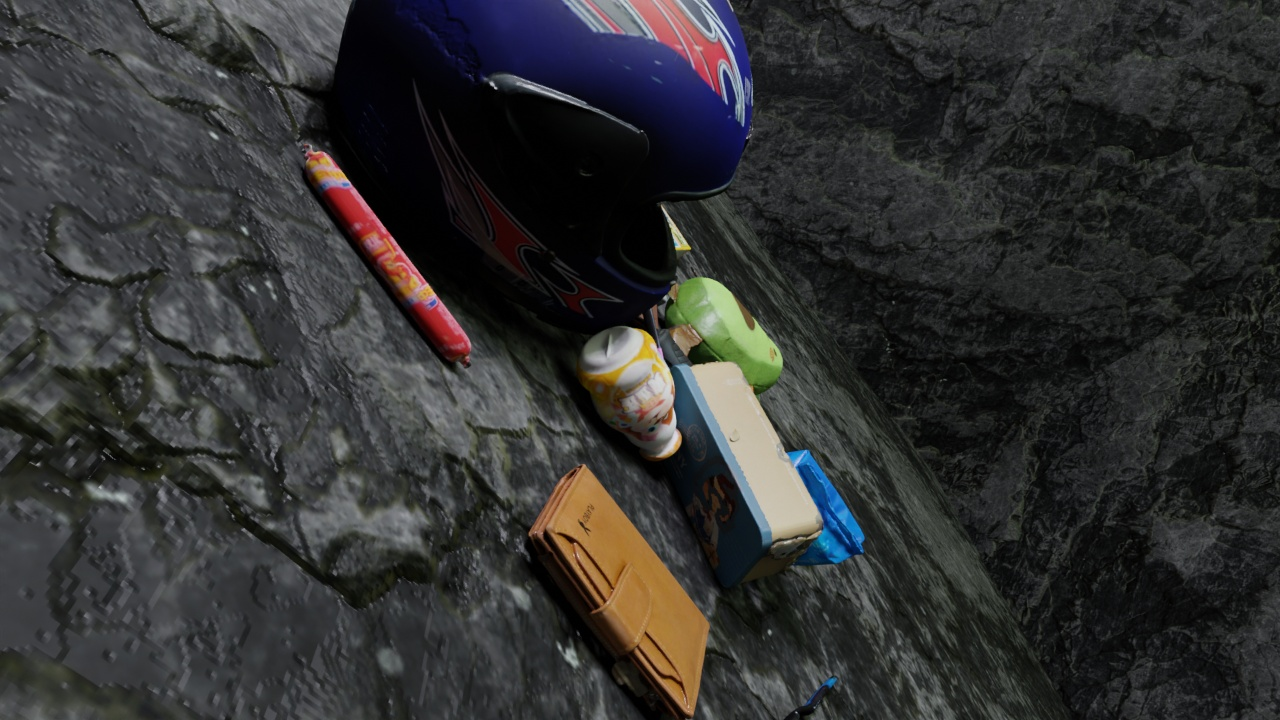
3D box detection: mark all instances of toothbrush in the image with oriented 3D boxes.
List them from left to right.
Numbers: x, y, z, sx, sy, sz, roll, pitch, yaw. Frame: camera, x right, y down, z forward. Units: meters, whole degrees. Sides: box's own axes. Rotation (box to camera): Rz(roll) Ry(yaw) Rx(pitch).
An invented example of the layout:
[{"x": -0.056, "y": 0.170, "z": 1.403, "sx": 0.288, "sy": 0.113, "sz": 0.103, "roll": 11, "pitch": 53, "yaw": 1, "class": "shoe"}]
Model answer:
[{"x": 0.001, "y": -0.063, "z": 0.896, "sx": 0.017, "sy": 0.014, "sz": 0.189, "roll": -9, "pitch": 85, "yaw": -53, "class": "toothbrush"}, {"x": 0.133, "y": 0.266, "z": 0.708, "sx": 0.016, "sy": 0.014, "sz": 0.189, "roll": 61, "pitch": 15, "yaw": 18, "class": "toothbrush"}]

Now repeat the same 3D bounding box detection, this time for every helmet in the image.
[{"x": -0.039, "y": -0.181, "z": 0.640, "sx": 0.315, "sy": 0.241, "sz": 0.246, "roll": 39, "pitch": 29, "yaw": -34, "class": "helmet"}]

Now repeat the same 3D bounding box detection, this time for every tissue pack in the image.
[{"x": 0.121, "y": 0.131, "z": 0.790, "sx": 0.095, "sy": 0.052, "sz": 0.157, "roll": 54, "pitch": -26, "yaw": -5, "class": "tissue pack"}]

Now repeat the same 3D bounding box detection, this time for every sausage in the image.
[{"x": -0.145, "y": -0.059, "z": 0.526, "sx": 0.156, "sy": 0.020, "sz": 0.020, "roll": 53, "pitch": 15, "yaw": -6, "class": "sausage"}]

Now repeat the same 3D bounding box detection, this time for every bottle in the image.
[{"x": -0.004, "y": 0.028, "z": 0.698, "sx": 0.063, "sy": 0.063, "sz": 0.108, "roll": -101, "pitch": 167, "yaw": -56, "class": "bottle"}]

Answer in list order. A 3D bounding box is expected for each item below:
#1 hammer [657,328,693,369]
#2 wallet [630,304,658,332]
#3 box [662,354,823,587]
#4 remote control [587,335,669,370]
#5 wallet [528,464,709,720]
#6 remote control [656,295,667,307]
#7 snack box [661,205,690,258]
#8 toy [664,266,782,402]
[{"x": 0.103, "y": 0.090, "z": 0.957, "sx": 0.301, "sy": 0.033, "sz": 0.128, "roll": 51, "pitch": 14, "yaw": -16, "class": "hammer"}, {"x": -0.018, "y": -0.088, "z": 0.923, "sx": 0.124, "sy": 0.032, "sz": 0.101, "roll": 25, "pitch": 54, "yaw": -59, "class": "wallet"}, {"x": 0.068, "y": 0.081, "z": 0.730, "sx": 0.061, "sy": 0.090, "sz": 0.184, "roll": -9, "pitch": 54, "yaw": -29, "class": "box"}, {"x": -0.005, "y": 0.005, "z": 0.823, "sx": 0.056, "sy": 0.020, "sz": 0.135, "roll": 59, "pitch": 15, "yaw": 16, "class": "remote control"}, {"x": -0.010, "y": 0.129, "z": 0.524, "sx": 0.132, "sy": 0.031, "sz": 0.107, "roll": 53, "pitch": 13, "yaw": -5, "class": "wallet"}, {"x": -0.016, "y": -0.105, "z": 1.019, "sx": 0.150, "sy": 0.021, "sz": 0.058, "roll": 29, "pitch": 36, "yaw": -59, "class": "remote control"}, {"x": 0.026, "y": -0.186, "z": 1.311, "sx": 0.087, "sy": 0.034, "sz": 0.140, "roll": 55, "pitch": 16, "yaw": 1, "class": "snack box"}, {"x": 0.092, "y": -0.028, "z": 1.064, "sx": 0.246, "sy": 0.090, "sz": 0.226, "roll": 32, "pitch": 34, "yaw": -49, "class": "toy"}]
